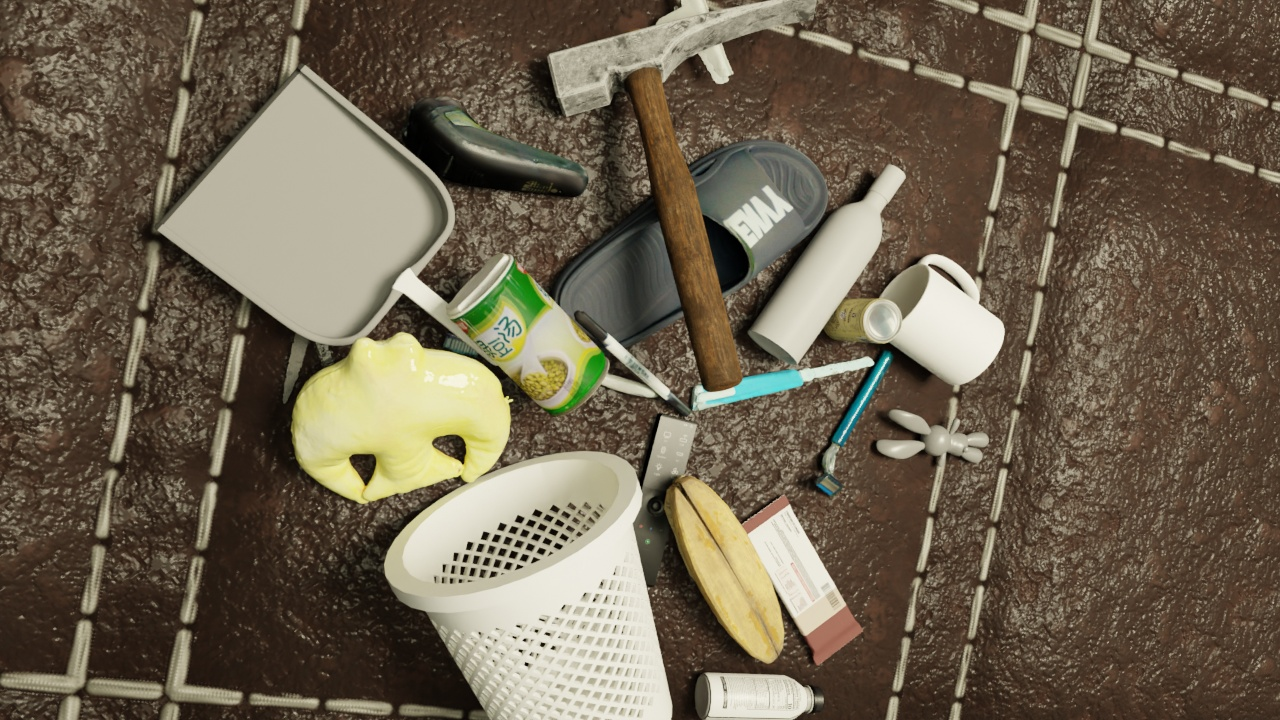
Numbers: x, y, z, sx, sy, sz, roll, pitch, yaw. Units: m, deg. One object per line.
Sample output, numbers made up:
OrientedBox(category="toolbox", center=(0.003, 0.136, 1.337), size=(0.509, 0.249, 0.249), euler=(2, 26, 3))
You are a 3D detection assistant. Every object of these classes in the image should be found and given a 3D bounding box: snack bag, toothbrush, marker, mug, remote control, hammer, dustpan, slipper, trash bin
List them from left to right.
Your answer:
OrientedBox(category="dustpan", center=(-0.208, -0.080, 0.711), size=(0.257, 0.033, 0.163), euler=(41, 79, -20))
OrientedBox(category="toothbrush", center=(-0.073, 0.007, 0.773), size=(0.189, 0.016, 0.017), euler=(16, 100, -15))
OrientedBox(category="trash bin", center=(-0.067, 0.205, 0.710), size=(0.195, 0.195, 0.200), euler=(-22, 108, -13))
OrientedBox(category="marker", center=(-0.005, 0.004, 0.767), size=(0.152, 0.011, 0.011), euler=(42, 82, -34))
OrientedBox(category="remote control", center=(0.014, 0.122, 0.804), size=(0.034, 0.013, 0.150), euler=(15, 90, -15))
OrientedBox(category="slipper", center=(0.046, -0.099, 0.763), size=(0.268, 0.083, 0.110), euler=(-34, 99, -9))
OrientedBox(category="hammer", center=(0.065, -0.130, 0.712), size=(0.218, 0.037, 0.300), euler=(-14, 78, 2))
OrientedBox(category="snack bag", center=(0.147, 0.203, 0.844), size=(0.057, 0.013, 0.158), euler=(-34, 102, -12))
OrientedBox(category="mug", center=(0.274, -0.046, 0.838), size=(0.090, 0.074, 0.110), euler=(33, 59, -15))

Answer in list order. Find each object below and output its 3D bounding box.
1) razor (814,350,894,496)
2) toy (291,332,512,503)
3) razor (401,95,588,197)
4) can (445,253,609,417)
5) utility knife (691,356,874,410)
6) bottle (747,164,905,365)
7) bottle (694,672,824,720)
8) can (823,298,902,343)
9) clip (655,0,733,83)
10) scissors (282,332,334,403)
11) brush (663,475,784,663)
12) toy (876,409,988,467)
OrientedBox(category="razor", center=(0.196, 0.055, 0.845), size=(0.042, 0.022, 0.143), euler=(37, 78, -52))
OrientedBox(category="toy", center=(-0.184, 0.042, 0.711), size=(0.170, 0.064, 0.155), euler=(-10, 125, -10))
OrientedBox(category="razor", center=(-0.114, -0.169, 0.737), size=(0.151, 0.054, 0.067), euler=(11, 65, -22))
OrientedBox(category="can", center=(-0.087, -0.019, 0.713), size=(0.067, 0.067, 0.121), euler=(-46, 114, -8))
OrientedBox(category="utility knife", center=(0.131, 0.020, 0.826), size=(0.178, 0.015, 0.022), euler=(-9, 96, -13))
OrientedBox(category="bottle", center=(0.171, -0.090, 0.810), size=(0.052, 0.052, 0.195), euler=(37, 84, -14))
OrientedBox(category="bottle", center=(0.109, 0.304, 0.827), size=(0.116, 0.041, 0.041), euler=(7, 92, -15))
OrientedBox(category="can", center=(0.192, -0.035, 0.805), size=(0.038, 0.079, 0.038), euler=(-1, 94, -15))
OrientedBox(category="clip", center=(0.042, -0.281, 0.775), size=(0.051, 0.058, 0.102), euler=(-28, 100, -36))
OrientedBox(category="scissors", center=(-0.262, -0.056, 0.718), size=(0.166, 0.012, 0.157), euler=(43, 82, -18))
OrientedBox(category="brush", center=(0.074, 0.183, 0.803), size=(0.059, 0.043, 0.195), euler=(-32, 107, -15))
OrientedBox(category="toy", center=(0.277, 0.075, 0.862), size=(0.111, 0.030, 0.049), euler=(10, 106, -20))
